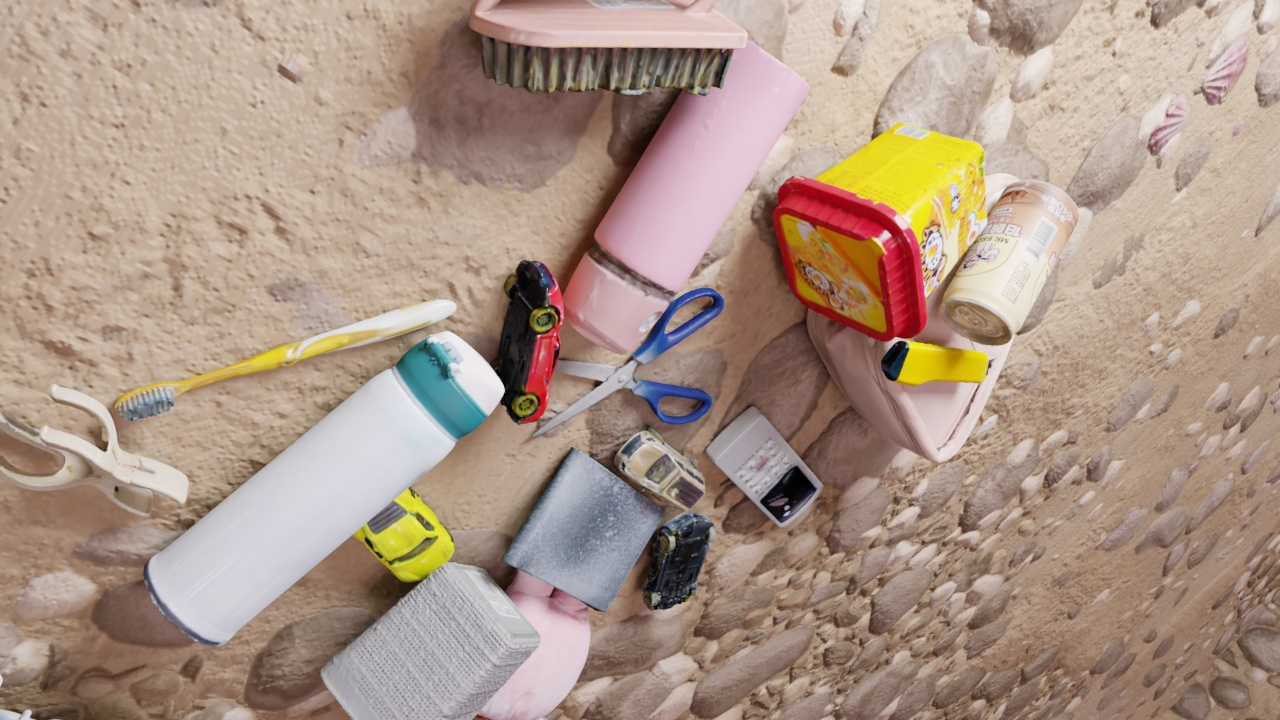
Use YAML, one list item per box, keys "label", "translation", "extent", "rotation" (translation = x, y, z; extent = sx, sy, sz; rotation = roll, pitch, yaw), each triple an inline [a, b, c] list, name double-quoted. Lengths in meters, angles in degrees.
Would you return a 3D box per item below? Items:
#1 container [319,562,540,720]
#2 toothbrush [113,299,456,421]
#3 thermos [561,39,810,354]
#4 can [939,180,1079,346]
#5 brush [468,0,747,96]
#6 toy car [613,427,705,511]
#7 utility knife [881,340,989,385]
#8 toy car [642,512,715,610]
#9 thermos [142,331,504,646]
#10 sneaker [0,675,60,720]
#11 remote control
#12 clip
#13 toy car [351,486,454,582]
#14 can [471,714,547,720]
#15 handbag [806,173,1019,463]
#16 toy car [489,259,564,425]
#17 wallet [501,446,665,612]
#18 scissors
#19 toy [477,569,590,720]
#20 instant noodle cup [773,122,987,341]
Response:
- label: "container"
  translation: [-0.141, 0.209, 0.647]
  extent: [0.114, 0.090, 0.090]
  rotation: [-44, 163, -4]
- label: "toothbrush"
  translation: [-0.194, -0.002, 0.519]
  extent: [0.191, 0.018, 0.016]
  rotation: [-19, 132, -21]
- label: "thermos"
  translation: [0.026, -0.098, 0.573]
  extent: [0.199, 0.067, 0.087]
  rotation: [-58, 161, 14]
- label: "can"
  translation: [0.271, -0.072, 0.674]
  extent: [0.116, 0.058, 0.058]
  rotation: [-56, 137, -15]
- label: "brush"
  translation: [-0.019, -0.180, 0.479]
  extent: [0.145, 0.063, 0.073]
  rotation: [-9, 132, -26]
- label: "toy car"
  translation: [0.016, 0.087, 0.718]
  extent: [0.042, 0.035, 0.090]
  rotation: [-47, 133, 2]
- label: "utility knife"
  translation: [0.224, 0.004, 0.695]
  extent: [0.153, 0.015, 0.033]
  rotation: [5, 111, -45]
- label: "toy car"
  translation: [0.030, 0.171, 0.790]
  extent: [0.048, 0.031, 0.106]
  rotation: [-6, 125, -32]
- label: "thermos"
  translation: [-0.181, 0.071, 0.550]
  extent: [0.224, 0.073, 0.073]
  rotation: [-40, 135, -4]
- label: "sneaker"
  translation: [-0.359, 0.237, 0.540]
  extent: [0.242, 0.089, 0.091]
  rotation: [32, 96, -38]
- label: "remote control"
  translation: [0.111, 0.097, 0.799]
  extent: [0.058, 0.021, 0.150]
  rotation: [-44, 134, 1]
- label: "clip"
  translation: [-0.274, 0.047, 0.475]
  extent: [0.084, 0.034, 0.104]
  rotation: [-33, 139, 24]
- label: "toy car"
  translation: [-0.161, 0.119, 0.621]
  extent: [0.048, 0.032, 0.105]
  rotation: [-35, 136, -9]
- label: "can"
  translation: [-0.138, 0.324, 0.770]
  extent: [0.132, 0.053, 0.053]
  rotation: [19, 109, -42]
- label: "handbag"
  translation: [0.259, -0.050, 0.763]
  extent: [0.234, 0.093, 0.193]
  rotation: [-49, 135, -6]
- label: "toy car"
  translation: [-0.069, -0.012, 0.576]
  extent: [0.031, 0.049, 0.106]
  rotation: [-6, 124, -32]
- label: "wallet"
  translation: [-0.040, 0.132, 0.700]
  extent: [0.121, 0.019, 0.097]
  rotation: [41, 78, -41]
- label: "scissors"
  translation: [-0.002, 0.009, 0.665]
  extent: [0.162, 0.012, 0.175]
  rotation: [-49, 134, 7]
- label: "toy"
  translation: [-0.081, 0.215, 0.731]
  extent: [0.121, 0.054, 0.159]
  rotation: [25, 93, -43]
- label: "instant noodle cup"
  translation: [0.175, -0.096, 0.647]
  extent: [0.123, 0.116, 0.116]
  rotation: [-42, 136, -19]
